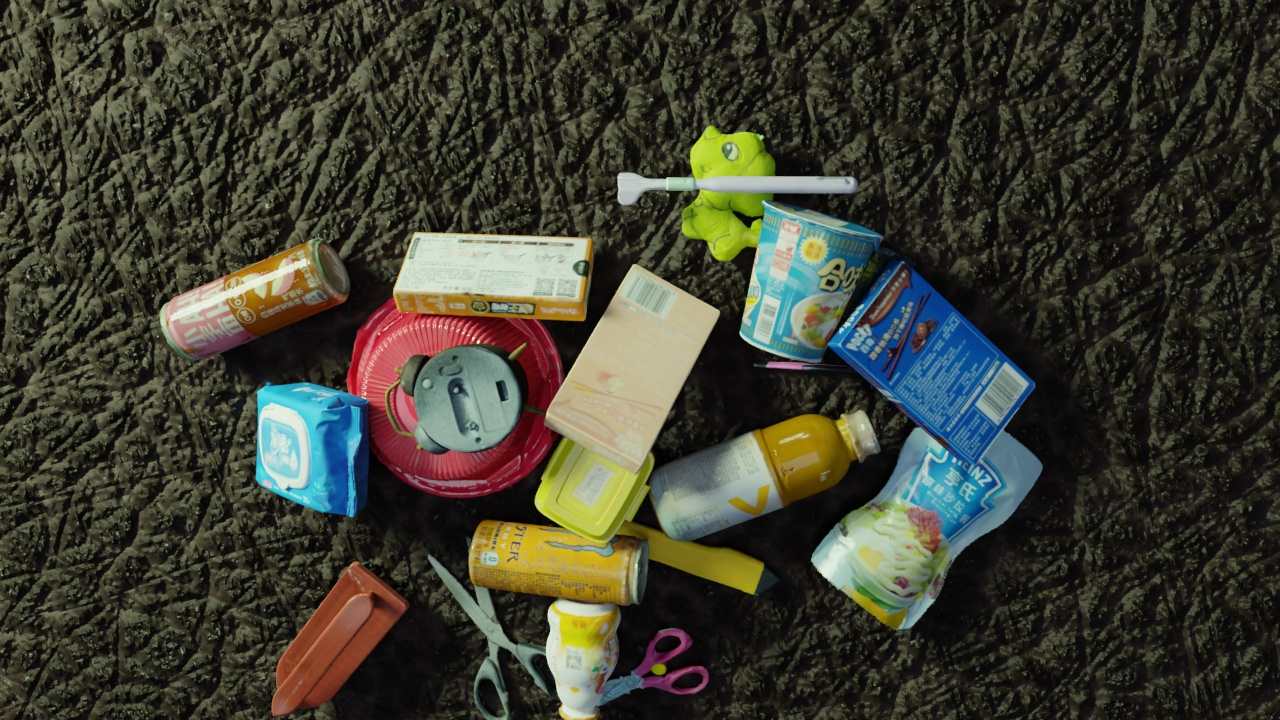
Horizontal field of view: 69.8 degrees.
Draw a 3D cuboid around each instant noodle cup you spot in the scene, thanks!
[{"bbox_3d":[-0.162,0.029,0.771,0.194,0.065,0.194,1,98,5],"label":"instant noodle cup"},{"bbox_3d":[0.128,-0.060,0.728,0.099,0.099,0.110,17,106,1],"label":"instant noodle cup"}]

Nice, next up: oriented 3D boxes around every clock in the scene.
[{"bbox_3d":[-0.140,0.029,0.708,0.122,0.055,0.082,-14,97,6],"label":"clock"}]

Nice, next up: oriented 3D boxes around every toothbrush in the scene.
[{"bbox_3d":[0.189,0.011,0.770,0.189,0.014,0.018,3,110,4],"label":"toothbrush"},{"bbox_3d":[0.077,-0.136,0.722,0.189,0.021,0.029,-1,73,-1],"label":"toothbrush"}]

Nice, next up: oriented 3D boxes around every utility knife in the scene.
[{"bbox_3d":[0.027,0.163,0.801,0.193,0.015,0.033,19,99,2],"label":"utility knife"}]

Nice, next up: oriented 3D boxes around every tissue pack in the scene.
[{"bbox_3d":[-0.276,0.069,0.758,0.157,0.052,0.095,9,100,43],"label":"tissue pack"}]

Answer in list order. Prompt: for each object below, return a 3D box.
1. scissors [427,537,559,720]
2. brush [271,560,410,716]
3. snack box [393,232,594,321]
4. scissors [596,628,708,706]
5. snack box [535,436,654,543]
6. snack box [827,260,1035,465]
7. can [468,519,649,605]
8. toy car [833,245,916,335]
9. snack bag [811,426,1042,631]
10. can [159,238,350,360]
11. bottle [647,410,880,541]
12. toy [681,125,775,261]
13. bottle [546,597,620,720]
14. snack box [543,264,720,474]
[{"bbox_3d":[-0.129,0.248,0.827,0.170,0.014,0.159,18,97,3],"label":"scissors"},{"bbox_3d":[-0.271,0.250,0.806,0.063,0.069,0.146,39,98,-1],"label":"brush"},{"bbox_3d":[-0.118,-0.070,0.750,0.154,0.075,0.026,3,138,3],"label":"snack box"},{"bbox_3d":[-0.001,0.295,0.824,0.138,0.017,0.077,-35,103,12],"label":"scissors"},{"bbox_3d":[-0.034,0.093,0.763,0.082,0.080,0.091,29,98,0],"label":"snack box"},{"bbox_3d":[0.231,0.003,0.725,0.157,0.026,0.084,39,85,-13],"label":"snack box"},{"bbox_3d":[-0.069,0.171,0.779,0.146,0.058,0.058,4,98,10],"label":"can"},{"bbox_3d":[0.190,-0.046,0.750,0.042,0.035,0.090,23,97,2],"label":"toy car"},{"bbox_3d":[0.241,0.129,0.772,0.110,0.039,0.191,39,95,3],"label":"snack bag"},{"bbox_3d":[-0.323,-0.051,0.774,0.147,0.058,0.058,-21,96,7],"label":"can"},{"bbox_3d":[0.102,0.091,0.759,0.190,0.068,0.068,-21,96,7],"label":"bottle"},{"bbox_3d":[0.074,-0.137,0.748,0.096,0.031,0.100,37,102,-7],"label":"toy"},{"bbox_3d":[-0.050,0.256,0.795,0.063,0.063,0.108,4,98,3],"label":"bottle"},{"bbox_3d":[-0.004,0.004,0.733,0.084,0.026,0.157,29,63,0],"label":"snack box"}]
